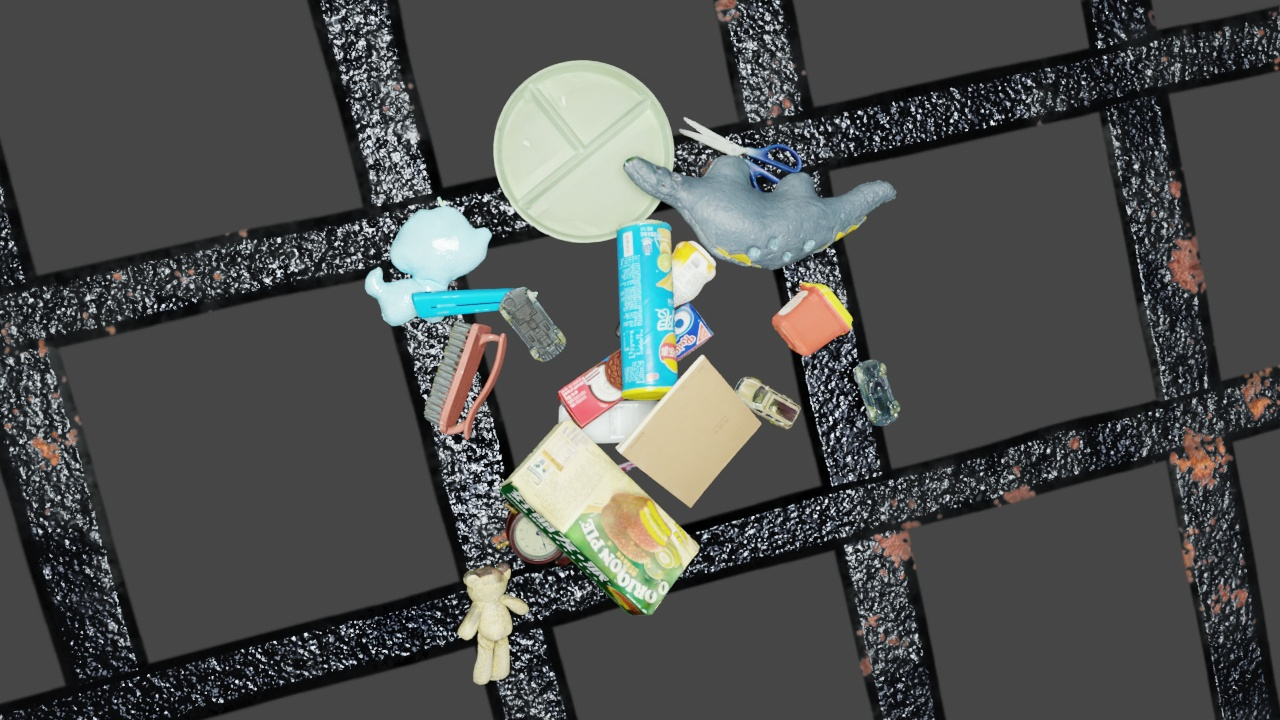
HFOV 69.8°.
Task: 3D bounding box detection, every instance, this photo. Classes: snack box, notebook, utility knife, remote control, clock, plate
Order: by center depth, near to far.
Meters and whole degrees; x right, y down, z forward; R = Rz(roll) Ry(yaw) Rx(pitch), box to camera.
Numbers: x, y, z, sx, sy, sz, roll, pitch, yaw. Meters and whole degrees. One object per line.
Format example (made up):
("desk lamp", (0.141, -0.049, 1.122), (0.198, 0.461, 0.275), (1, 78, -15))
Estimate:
("snack box", (-0.050, 0.196, 1.140), (0.240, 0.063, 0.114), (45, 62, -7))
("notebook", (0.067, 0.093, 1.144), (0.149, 0.211, 0.012), (-48, 53, -3))
("utility knife", (-0.207, -0.075, 1.154), (0.160, 0.018, 0.034), (-6, 120, -24))
("snack box", (-0.007, 0.007, 1.170), (0.207, 0.058, 0.057), (-34, 86, -10))
("plate", (-0.072, -0.265, 1.173), (0.230, 0.027, 0.230), (0, 93, -6))
("clock", (-0.120, 0.220, 1.180), (0.122, 0.055, 0.082), (11, 91, -9))
("snack box", (0.218, -0.053, 1.189), (0.080, 0.091, 0.082), (-39, 96, 4))
("remote control", (-0.039, 0.080, 1.199), (0.136, 0.020, 0.056), (-2, 92, -5))

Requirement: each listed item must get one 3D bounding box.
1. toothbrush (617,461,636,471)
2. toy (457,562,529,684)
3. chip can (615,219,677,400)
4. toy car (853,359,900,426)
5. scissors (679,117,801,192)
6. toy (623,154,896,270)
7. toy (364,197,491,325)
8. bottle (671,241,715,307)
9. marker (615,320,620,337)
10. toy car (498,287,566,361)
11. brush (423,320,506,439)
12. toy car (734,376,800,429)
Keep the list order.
("toothbrush", (-0.022, 0.144, 1.208), (0.187, 0.016, 0.017), (-17, 105, -6))
("toy", (-0.194, 0.340, 1.180), (0.105, 0.066, 0.157), (-7, 99, -39))
("chip can", (0.008, -0.060, 1.116), (0.071, 0.071, 0.210), (-1, 80, -7))
("toy car", (0.315, 0.043, 1.232), (0.043, 0.034, 0.090), (-20, 93, -3))
("scissors", (0.127, -0.262, 1.205), (0.173, 0.012, 0.126), (-3, 93, -5))
("toy", (0.148, -0.188, 1.169), (0.356, 0.091, 0.138), (7, 98, -9))
("toy", (-0.265, -0.123, 1.147), (0.161, 0.050, 0.156), (-4, 104, -6))
("bottle", (0.045, -0.100, 1.178), (0.063, 0.063, 0.108), (43, 89, -7))
("marker", (-0.002, -0.086, 1.198), (0.018, 0.015, 0.124), (25, 92, -6))
("toy car", (-0.139, -0.047, 1.172), (0.049, 0.031, 0.105), (-37, 112, -6))
("brush", (-0.219, 0.025, 1.154), (0.069, 0.063, 0.146), (21, 92, 6))
("toy car", (0.167, 0.055, 1.215), (0.090, 0.035, 0.042), (30, 87, -4))
